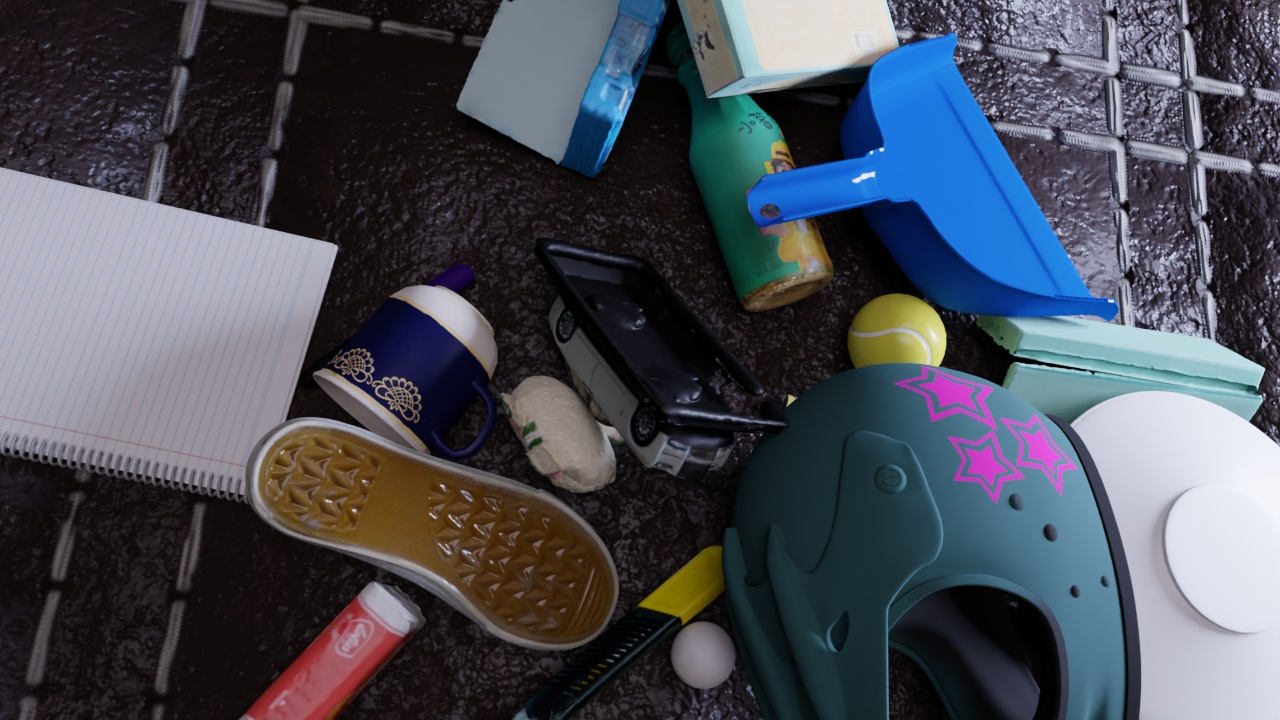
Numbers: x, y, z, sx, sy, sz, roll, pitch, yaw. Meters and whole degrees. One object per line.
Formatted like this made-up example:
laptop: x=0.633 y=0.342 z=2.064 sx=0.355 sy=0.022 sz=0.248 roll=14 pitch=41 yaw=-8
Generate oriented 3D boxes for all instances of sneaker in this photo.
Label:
sneaker: x=-0.118 y=0.098 z=0.543 sx=0.235 sy=0.079 sz=0.087 roll=31 pitch=76 yaw=-25

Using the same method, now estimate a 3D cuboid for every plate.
plate: x=0.357 y=0.124 z=0.572 sx=0.229 sy=0.030 sz=0.229 roll=4 pitch=70 yaw=-10

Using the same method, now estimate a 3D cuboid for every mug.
mug: x=-0.127 y=0.009 z=0.561 sx=0.112 sy=0.086 sz=0.089 roll=30 pitch=69 yaw=20

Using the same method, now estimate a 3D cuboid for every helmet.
helmet: x=0.145 y=0.133 z=0.521 sx=0.200 sy=0.177 sz=0.274 roll=2 pitch=63 yaw=-9

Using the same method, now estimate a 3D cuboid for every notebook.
notebook: x=-0.338 y=-0.021 z=0.577 sx=0.245 sy=0.013 sz=0.177 roll=13 pitch=73 yaw=-6

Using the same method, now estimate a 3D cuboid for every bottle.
bottle: x=0.069 y=-0.141 z=0.644 sx=0.068 sy=0.068 sz=0.209 roll=-16 pitch=79 yaw=-13

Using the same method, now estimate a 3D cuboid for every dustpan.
dustpan: x=0.182 y=-0.115 z=0.626 sx=0.257 sy=0.060 sz=0.245 roll=-15 pitch=70 yaw=-21

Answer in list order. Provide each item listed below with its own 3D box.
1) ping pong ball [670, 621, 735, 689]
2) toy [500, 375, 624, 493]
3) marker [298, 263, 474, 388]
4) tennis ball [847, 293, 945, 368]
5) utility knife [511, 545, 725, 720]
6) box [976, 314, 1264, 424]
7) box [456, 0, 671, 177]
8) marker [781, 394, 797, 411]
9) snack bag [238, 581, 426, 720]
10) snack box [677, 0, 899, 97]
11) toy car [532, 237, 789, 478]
ping pong ball: x=0.039 y=0.183 z=0.570 sx=0.040 sy=0.040 sz=0.040 roll=2 pitch=75 yaw=-9
toy: x=-0.047 y=0.045 z=0.587 sx=0.087 sy=0.112 sz=0.050 roll=50 pitch=117 yaw=15
marker: x=-0.167 y=-0.024 z=0.604 sx=0.133 sy=0.015 sz=0.018 roll=-37 pitch=56 yaw=-16
tennis ball: x=0.175 y=-0.013 z=0.630 sx=0.065 sy=0.065 sz=0.065 roll=2 pitch=75 yaw=-9
utility knife: x=-0.007 y=0.171 z=0.560 sx=0.172 sy=0.020 sz=0.029 roll=-32 pitch=49 yaw=-26
box: x=0.334 y=0.025 z=0.663 sx=0.188 sy=0.077 sz=0.093 roll=8 pitch=109 yaw=-8
box: x=-0.035 y=-0.267 z=0.646 sx=0.115 sy=0.094 sz=0.243 roll=21 pitch=73 yaw=-8
marker: x=0.163 y=0.050 z=0.638 sx=0.132 sy=0.014 sz=0.014 roll=17 pitch=74 yaw=-4
snack bag: x=-0.175 y=0.178 z=0.518 sx=0.036 sy=0.077 sz=0.115 roll=42 pitch=73 yaw=5
snack box: x=0.100 y=-0.263 z=0.636 sx=0.193 sy=0.044 sz=0.141 roll=-20 pitch=94 yaw=-40
toy car: x=-0.003 y=0.003 z=0.562 sx=0.094 sy=0.071 sz=0.191 roll=5 pitch=30 yaw=-35
